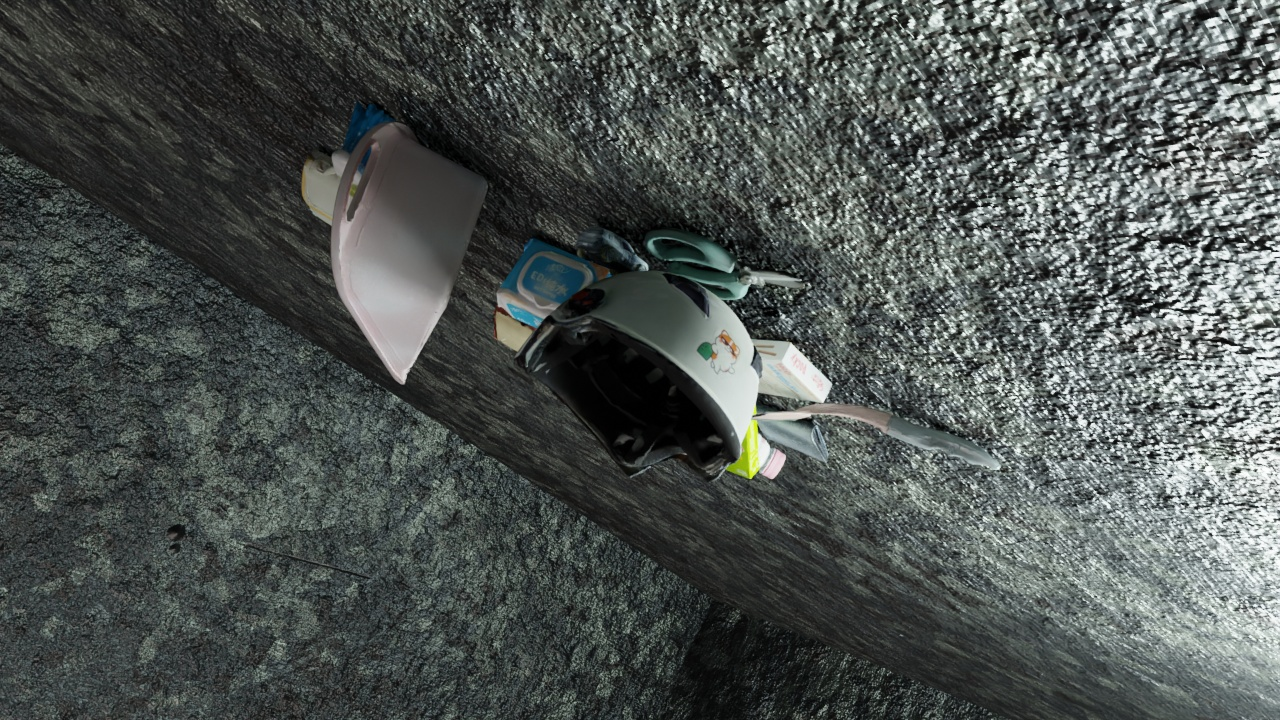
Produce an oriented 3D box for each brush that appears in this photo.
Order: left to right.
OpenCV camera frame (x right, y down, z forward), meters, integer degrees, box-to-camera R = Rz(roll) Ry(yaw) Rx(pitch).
[{"bbox_3d":[-0.300,-0.173,1.083,0.060,0.109,0.315,24,163,8],"label":"brush"}]

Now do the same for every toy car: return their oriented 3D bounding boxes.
[{"bbox_3d":[-0.028,-0.109,0.950,0.043,0.034,0.090,9,168,42],"label":"toy car"}]

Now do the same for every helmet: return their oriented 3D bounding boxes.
[{"bbox_3d":[0.018,-0.002,0.917,0.230,0.156,0.275,45,151,-17],"label":"helmet"}]

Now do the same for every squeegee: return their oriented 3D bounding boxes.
[{"bbox_3d":[0.261,0.074,0.995,0.250,0.040,0.247,12,-179,22],"label":"squeegee"}]

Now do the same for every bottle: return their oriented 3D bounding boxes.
[{"bbox_3d":[0.109,0.100,1.288,0.197,0.068,0.068,30,164,0],"label":"bottle"}]

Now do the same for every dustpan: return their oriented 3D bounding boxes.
[{"bbox_3d":[-0.266,-0.127,0.997,0.138,0.222,0.274,21,154,-18],"label":"dustpan"}]

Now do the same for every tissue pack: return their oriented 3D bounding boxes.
[{"bbox_3d":[-0.090,-0.077,1.051,0.140,0.090,0.063,24,164,18],"label":"tissue pack"}]

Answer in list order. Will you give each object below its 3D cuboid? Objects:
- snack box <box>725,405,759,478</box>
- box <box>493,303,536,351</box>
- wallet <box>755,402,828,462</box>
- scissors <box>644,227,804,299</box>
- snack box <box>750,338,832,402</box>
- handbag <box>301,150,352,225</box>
[{"bbox_3d":[0.109,0.080,1.193,0.086,0.026,0.157,20,136,31],"label":"snack box"},{"bbox_3d":[-0.154,-0.046,1.274,0.091,0.080,0.168,30,165,-1],"label":"box"},{"bbox_3d":[0.198,0.095,1.223,0.097,0.019,0.121,22,164,29],"label":"wallet"},{"bbox_3d":[0.070,-0.097,0.854,0.132,0.019,0.186,38,160,-28],"label":"scissors"},{"bbox_3d":[0.133,0.008,1.045,0.084,0.026,0.157,40,161,-32],"label":"snack box"},{"bbox_3d":[-0.357,-0.206,1.178,0.163,0.063,0.179,28,160,-2],"label":"handbag"}]
